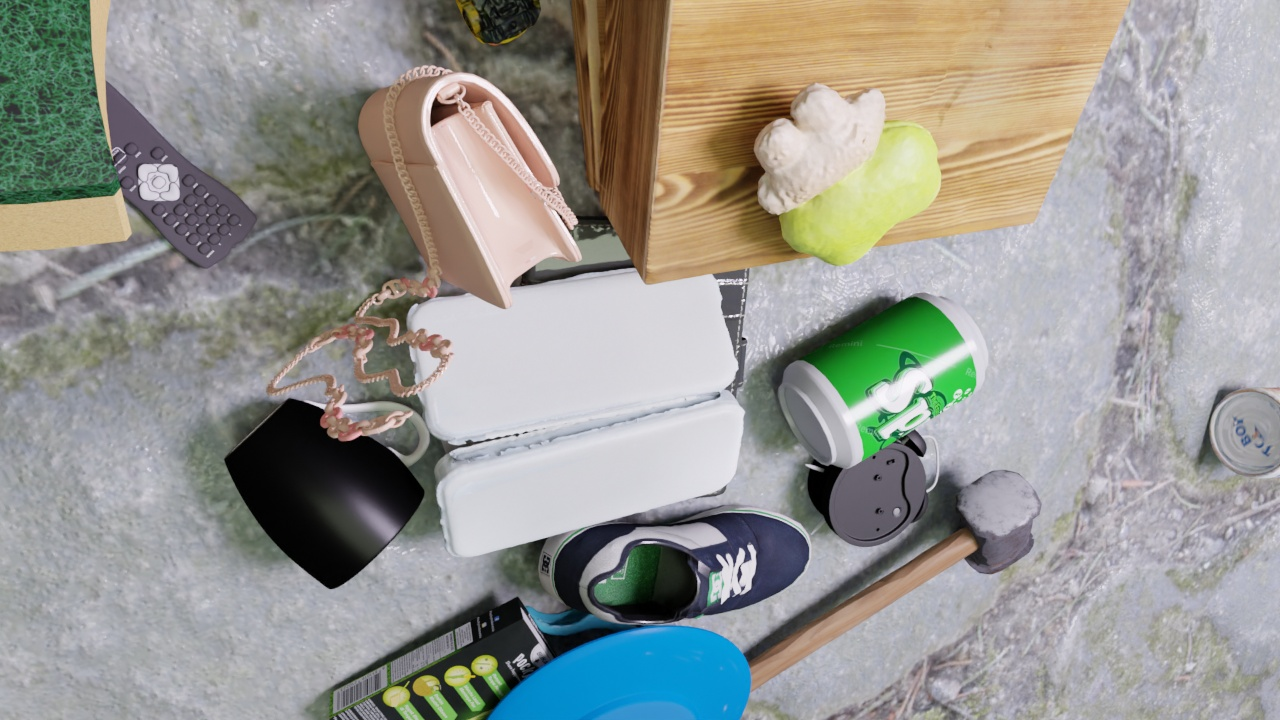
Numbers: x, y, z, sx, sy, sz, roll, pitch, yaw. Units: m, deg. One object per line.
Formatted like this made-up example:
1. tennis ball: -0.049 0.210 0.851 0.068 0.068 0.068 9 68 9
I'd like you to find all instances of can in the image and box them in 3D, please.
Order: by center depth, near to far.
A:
1. can: 0.180 0.014 0.685 0.139 0.088 0.088 -29 115 -10
2. can: 0.584 0.068 0.857 0.043 0.086 0.086 1 106 -19

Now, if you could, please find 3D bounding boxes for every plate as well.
1. plate: -0.015 0.288 0.698 0.224 0.024 0.225 -11 127 -15

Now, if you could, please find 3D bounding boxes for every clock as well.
1. clock: 0.191 0.097 0.740 0.120 0.042 0.091 -15 112 -16

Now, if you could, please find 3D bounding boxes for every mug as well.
1. mug: -0.189 0.065 0.572 0.100 0.085 0.118 47 56 -14

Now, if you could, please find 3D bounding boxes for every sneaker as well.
1. sneaker: 0.048 0.155 0.669 0.235 0.079 0.084 4 95 -34

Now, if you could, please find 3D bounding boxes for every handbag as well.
1. handbag: -0.139 -0.065 0.476 0.187 0.199 0.116 -37 116 -15

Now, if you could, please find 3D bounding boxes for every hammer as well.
1. hammer: 0.189 0.202 0.763 0.328 0.052 0.098 -31 144 -3

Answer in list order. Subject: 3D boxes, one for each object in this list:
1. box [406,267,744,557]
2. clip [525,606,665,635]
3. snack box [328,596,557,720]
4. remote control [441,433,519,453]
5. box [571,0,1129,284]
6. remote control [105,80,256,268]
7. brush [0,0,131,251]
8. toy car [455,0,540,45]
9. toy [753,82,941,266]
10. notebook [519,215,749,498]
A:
1. box: -0.035 0.034 0.591 0.210 0.084 0.186 -9 111 -17
2. clip: -0.038 0.185 0.691 0.119 0.033 0.121 -21 112 -17
3. snack box: -0.134 0.237 0.656 0.147 0.025 0.080 -27 119 -2
4. remote control: -0.105 0.058 0.620 0.050 0.011 0.136 -15 108 2
5. box: 0.104 -0.202 0.564 0.278 0.220 0.259 -11 133 -18
6. remote control: -0.277 -0.107 0.514 0.046 0.009 0.124 -45 116 -3
7. brush: -0.315 -0.176 0.380 0.194 0.075 0.250 4 77 -24
8. toy car: -0.096 -0.237 0.530 0.049 0.030 0.107 -29 116 -9
9. toy: 0.104 -0.097 0.477 0.092 0.046 0.115 -38 136 21
10. notebook: -0.004 0.004 0.645 0.169 0.029 0.209 -2 111 -18
